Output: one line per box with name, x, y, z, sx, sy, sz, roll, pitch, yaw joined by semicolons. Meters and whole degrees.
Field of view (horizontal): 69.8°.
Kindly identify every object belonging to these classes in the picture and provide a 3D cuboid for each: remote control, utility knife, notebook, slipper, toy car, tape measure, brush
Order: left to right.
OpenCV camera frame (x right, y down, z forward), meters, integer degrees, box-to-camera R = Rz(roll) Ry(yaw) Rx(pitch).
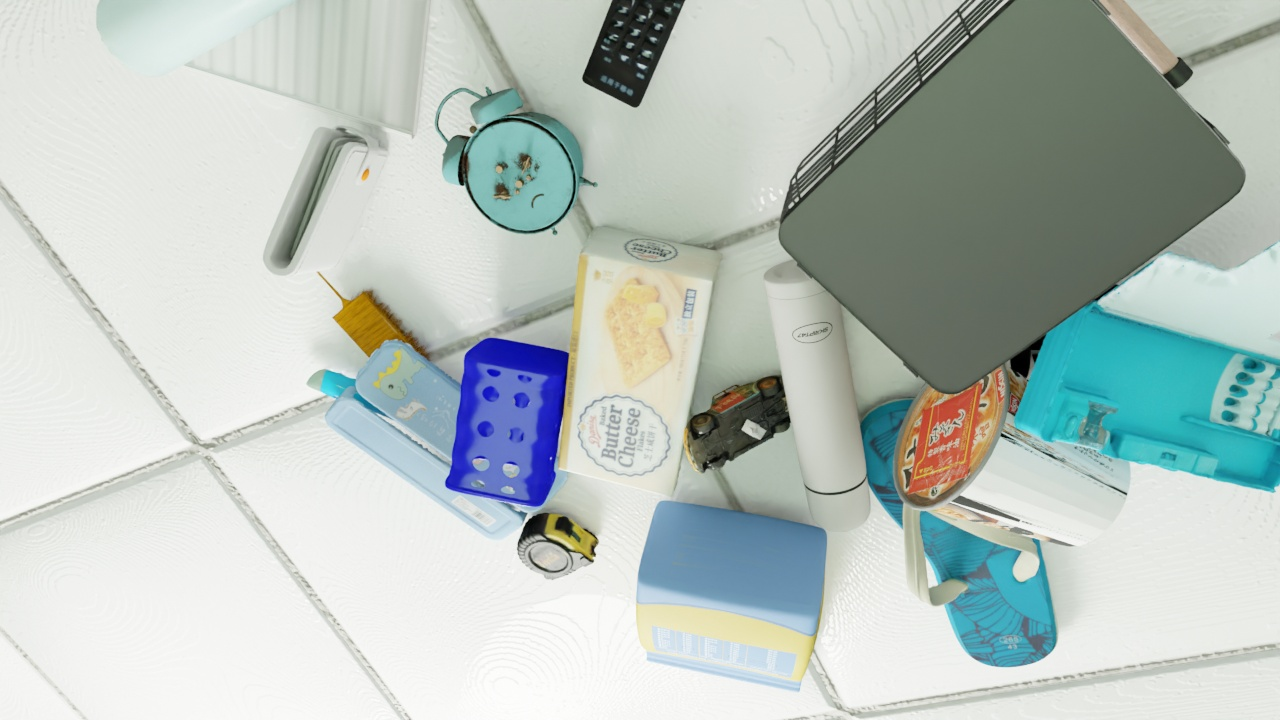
notebook;-0.260;-0.264;0.689;0.210;0.009;0.143;18;121;5
brush;-0.240;-0.037;0.805;0.048;0.017;0.126;-31;107;27
utility knife;-0.225;0.046;0.850;0.175;0.015;0.031;24;123;-1
tape measure;-0.084;0.174;0.873;0.067;0.038;0.062;-34;114;31
remote control;0.009;-0.249;0.620;0.047;0.022;0.151;27;120;-1
toy car;0.078;0.046;0.745;0.111;0.047;0.047;-27;114;-17
slipper;0.272;0.156;0.755;0.118;0.060;0.295;-21;111;20

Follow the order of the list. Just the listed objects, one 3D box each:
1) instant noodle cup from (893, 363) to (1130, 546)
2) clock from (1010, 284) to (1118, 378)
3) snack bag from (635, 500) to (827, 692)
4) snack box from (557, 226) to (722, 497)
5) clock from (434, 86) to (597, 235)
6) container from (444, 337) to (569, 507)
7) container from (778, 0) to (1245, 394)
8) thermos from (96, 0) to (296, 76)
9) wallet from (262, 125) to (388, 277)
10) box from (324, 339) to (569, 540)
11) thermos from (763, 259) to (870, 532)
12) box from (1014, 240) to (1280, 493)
instant noodle cup;0.270;0.071;0.658;0.121;0.123;0.124;24;122;-11
clock;0.318;-0.012;0.656;0.120;0.042;0.091;30;122;-3
snack bag;0.079;0.233;0.832;0.159;0.102;0.206;8;133;10
snack box;-0.004;0.004;0.743;0.104;0.057;0.208;13;121;7
clock;-0.097;-0.151;0.683;0.124;0.053;0.090;40;120;-9
container;-0.107;0.048;0.763;0.084;0.085;0.114;11;104;2
container;0.215;-0.116;0.574;0.163;0.130;0.242;41;120;-10
thermos;-0.288;-0.271;0.648;0.207;0.065;0.077;-18;69;22
wallet;-0.238;-0.123;0.716;0.037;0.115;0.118;28;100;-2
box;-0.177;0.080;0.833;0.209;0.034;0.128;39;121;-16
thermos;0.141;0.033;0.717;0.052;0.052;0.224;-7;114;18
box;0.370;-0.005;0.587;0.227;0.071;0.182;12;123;-21
